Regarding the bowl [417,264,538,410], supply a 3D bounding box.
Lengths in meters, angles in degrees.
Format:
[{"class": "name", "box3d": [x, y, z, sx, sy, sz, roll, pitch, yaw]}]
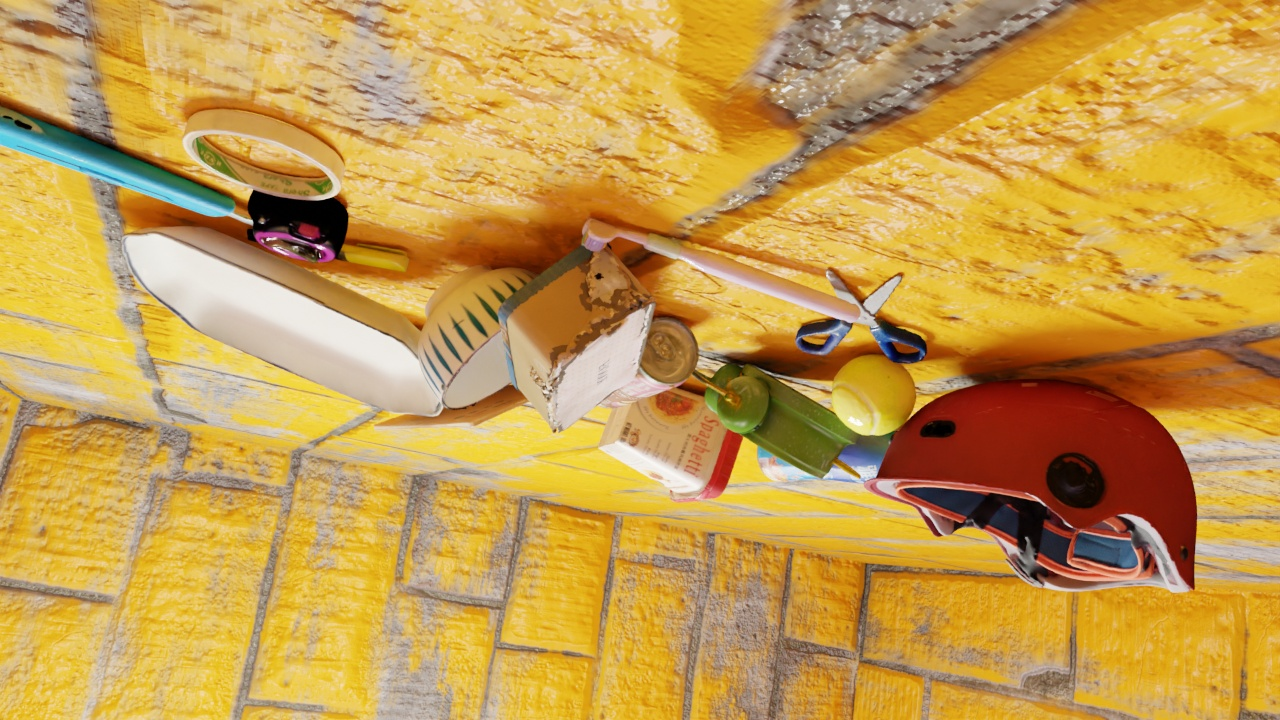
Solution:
[{"class": "bowl", "box3d": [-0.114, -0.026, 0.665, 0.066, 0.116, 0.116, 50, 172, 11]}]

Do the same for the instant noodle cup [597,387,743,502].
[{"class": "instant noodle cup", "box3d": [0.031, 0.079, 0.972, 0.124, 0.116, 0.117, 25, 163, -12]}]

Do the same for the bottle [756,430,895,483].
[{"class": "bottle", "box3d": [0.230, 0.103, 1.008, 0.219, 0.065, 0.065, -5, 160, 45]}]

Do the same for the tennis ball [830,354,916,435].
[{"class": "tennis ball", "box3d": [0.185, 0.027, 0.731, 0.065, 0.065, 0.065, 9, 166, 2]}]

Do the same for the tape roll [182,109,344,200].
[{"class": "tape roll", "box3d": [-0.212, -0.115, 0.521, 0.086, 0.014, 0.086, 8, 166, 2]}]

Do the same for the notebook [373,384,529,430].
[{"class": "notebook", "box3d": [-0.188, 0.050, 1.030, 0.147, 0.008, 0.208, -23, -169, -42]}]

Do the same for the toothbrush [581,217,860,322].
[{"class": "toothbrush", "box3d": [0.055, -0.053, 0.572, 0.189, 0.021, 0.029, 15, -171, -15]}]

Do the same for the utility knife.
[{"class": "utility knife", "box3d": [-0.313, -0.114, 0.585, 0.034, 0.018, 0.187, -5, 162, 44]}]

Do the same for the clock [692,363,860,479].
[{"class": "clock", "box3d": [0.115, 0.046, 0.798, 0.161, 0.056, 0.116, 29, -177, -10]}]

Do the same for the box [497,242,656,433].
[{"class": "box", "box3d": [-0.044, -0.009, 0.636, 0.061, 0.089, 0.184, 51, 163, 10]}]

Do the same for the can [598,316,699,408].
[{"class": "can", "box3d": [-0.005, 0.005, 0.778, 0.058, 0.057, 0.147, 14, 166, -18]}]

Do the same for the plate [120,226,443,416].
[{"class": "plate", "box3d": [-0.270, -0.034, 0.723, 0.265, 0.034, 0.162, 24, 152, -3]}]

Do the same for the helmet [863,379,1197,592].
[{"class": "helmet", "box3d": [0.312, 0.083, 0.727, 0.240, 0.143, 0.207, 24, 164, -2]}]

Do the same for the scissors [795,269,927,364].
[{"class": "scissors", "box3d": [0.160, -0.026, 0.646, 0.160, 0.012, 0.164, 17, 164, -22]}]

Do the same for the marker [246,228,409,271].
[{"class": "marker", "box3d": [-0.229, -0.082, 0.669, 0.124, 0.015, 0.018, 11, 166, 6]}]

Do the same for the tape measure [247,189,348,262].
[{"class": "tape measure", "box3d": [-0.219, -0.086, 0.589, 0.058, 0.039, 0.057, 12, 166, -13]}]
